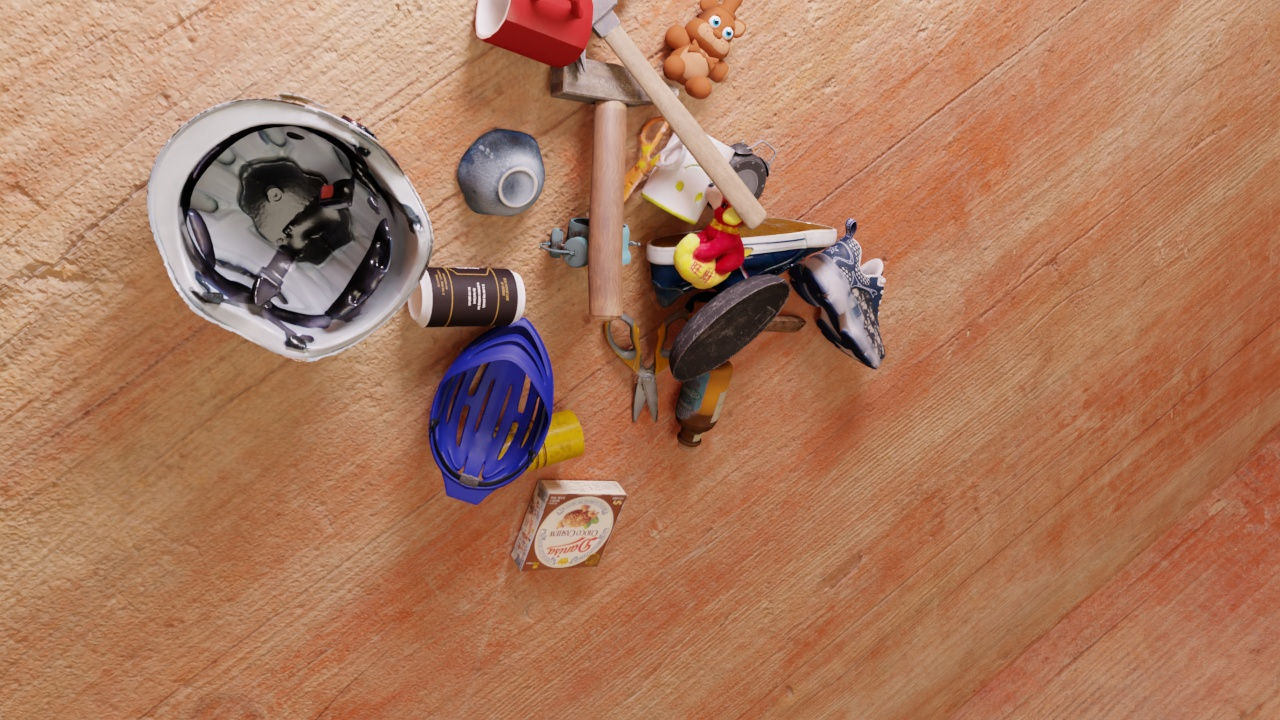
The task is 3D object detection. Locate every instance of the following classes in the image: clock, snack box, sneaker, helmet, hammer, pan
[{"bbox_3d":[0.126,-0.246,1.235,0.091,0.044,0.123,23,108,-48],"label":"clock"},{"bbox_3d":[-0.111,0.255,1.419,0.143,0.041,0.147,7,115,-36],"label":"snack box"},{"bbox_3d":[0.145,-0.128,1.290,0.294,0.121,0.127,-14,113,-21],"label":"sneaker"},{"bbox_3d":[-0.353,-0.145,0.916,0.236,0.164,0.264,-49,126,-1],"label":"helmet"},{"bbox_3d":[-0.183,0.068,1.125,0.147,0.227,0.241,19,96,-8],"label":"helmet"},{"bbox_3d":[0.042,-0.286,1.072,0.119,0.031,0.331,-46,112,-12],"label":"hammer"},{"bbox_3d":[-0.067,-0.147,1.151,0.124,0.090,0.053,-6,111,-35],"label":"clock"},{"bbox_3d":[0.158,-0.054,1.323,0.208,0.040,0.356,-47,161,26],"label":"pan"},{"bbox_3d":[0.343,-0.098,1.448,0.132,0.103,0.269,-47,130,-7],"label":"sneaker"},{"bbox_3d":[-0.033,-0.196,1.093,0.157,0.037,0.301,-1,96,-33],"label":"hammer"}]

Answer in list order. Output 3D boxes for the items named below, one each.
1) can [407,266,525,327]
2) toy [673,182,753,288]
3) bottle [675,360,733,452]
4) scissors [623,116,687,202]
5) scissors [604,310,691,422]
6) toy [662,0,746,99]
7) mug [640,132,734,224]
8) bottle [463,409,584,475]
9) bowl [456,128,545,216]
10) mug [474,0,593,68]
[{"bbox_3d":[-0.211,-0.077,1.113,0.128,0.072,0.072,-3,120,-32],"label":"can"},{"bbox_3d":[0.101,-0.153,1.169,0.105,0.067,0.137,13,111,-33],"label":"toy"},{"bbox_3d":[0.090,0.069,1.407,0.067,0.068,0.157,-2,120,-32],"label":"bottle"},{"bbox_3d":[0.010,-0.237,1.148,0.133,0.084,0.012,-57,152,15],"label":"scissors"},{"bbox_3d":[-0.002,0.009,1.327,0.166,0.016,0.226,11,130,-12],"label":"scissors"},{"bbox_3d":[0.082,-0.383,1.104,0.095,0.065,0.128,33,98,-23],"label":"toy"},{"bbox_3d":[0.060,-0.240,1.173,0.082,0.082,0.106,18,108,-39],"label":"mug"},{"bbox_3d":[-0.167,0.121,1.276,0.163,0.071,0.071,-15,126,-24],"label":"bottle"},{"bbox_3d":[-0.154,-0.211,1.073,0.110,0.055,0.110,-17,128,-24],"label":"bowl"},{"bbox_3d":[-0.103,-0.365,0.961,0.096,0.117,0.080,8,86,-36],"label":"mug"}]
